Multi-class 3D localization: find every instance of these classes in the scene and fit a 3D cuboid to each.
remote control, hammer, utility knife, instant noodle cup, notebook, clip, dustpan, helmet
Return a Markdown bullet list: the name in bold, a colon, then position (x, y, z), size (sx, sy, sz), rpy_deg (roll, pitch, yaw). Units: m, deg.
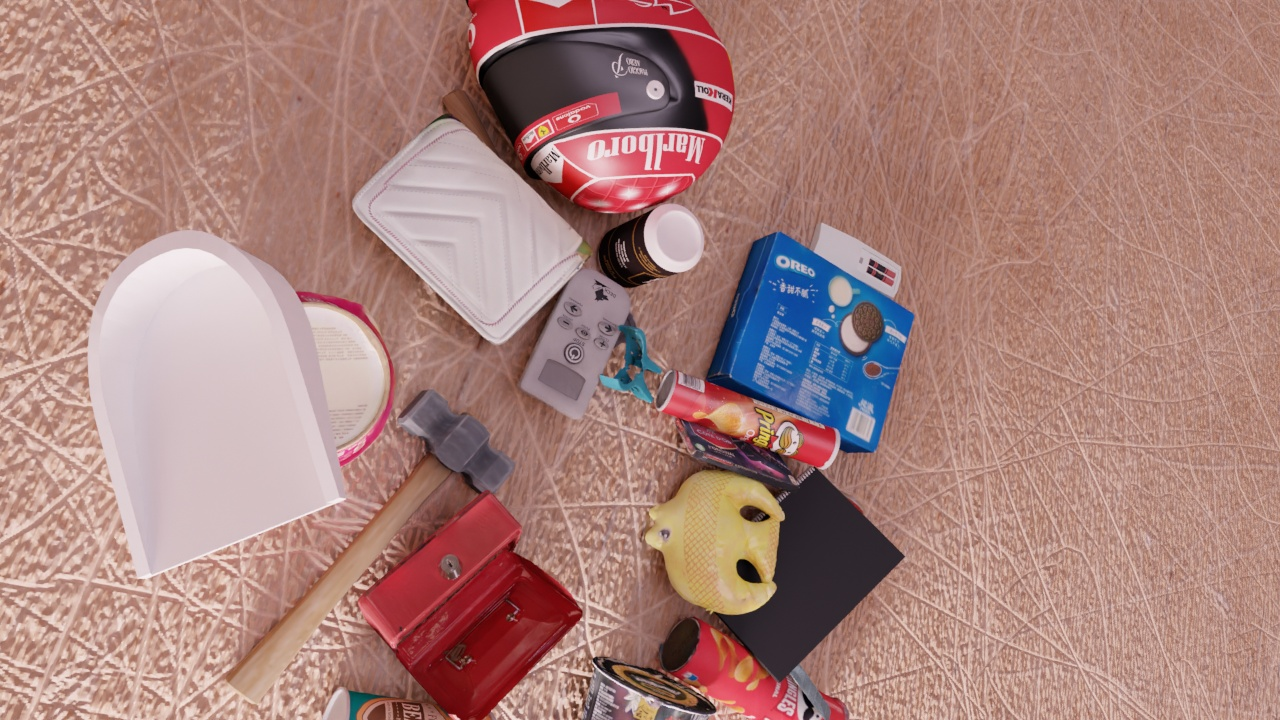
- **remote control**: position (-0.064, -0.021, 0.945), size (0.074, 0.019, 0.150), rpy_deg (30, 71, -19)
- **hammer**: position (-0.262, 0.179, 0.872), size (0.117, 0.051, 0.322), rpy_deg (45, 70, -16)
- **hammer**: position (-0.118, -0.137, 0.977), size (0.097, 0.052, 0.328), rpy_deg (-34, 98, -26)
- **remote control**: position (0.285, -0.127, 1.196), size (0.143, 0.024, 0.049), rpy_deg (25, 75, -24)
- **utility knife**: position (0.146, 0.314, 1.047), size (0.031, 0.015, 0.225), rpy_deg (-28, 73, -35)
- **instant noodle cup**: position (-0.006, 0.385, 0.947), size (0.137, 0.137, 0.112), rpy_deg (25, 82, -24)
- **notebook**: position (0.178, 0.239, 1.051), size (0.206, 0.016, 0.149), rpy_deg (-39, 73, -17)
- **clip**: position (-0.003, -0.010, 0.986), size (0.130, 0.031, 0.121), rpy_deg (-8, 108, -67)
- **dustpan**: position (-0.361, 0.021, 0.749), size (0.192, 0.053, 0.257), rpy_deg (-22, 70, 11)
- **instant noodle cup**: position (-0.306, 0.019, 0.842), size (0.178, 0.078, 0.178), rpy_deg (3, 84, -27)
- **helmet**: position (-0.033, -0.266, 0.944), size (0.270, 0.198, 0.224), rpy_deg (-7, 84, -24)

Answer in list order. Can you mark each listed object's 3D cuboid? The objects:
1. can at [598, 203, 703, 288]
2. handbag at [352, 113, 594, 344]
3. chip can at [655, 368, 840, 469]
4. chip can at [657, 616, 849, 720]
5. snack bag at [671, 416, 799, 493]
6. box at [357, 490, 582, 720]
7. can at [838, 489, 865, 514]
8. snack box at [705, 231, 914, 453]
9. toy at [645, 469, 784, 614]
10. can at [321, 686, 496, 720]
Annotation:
- **can**: position (0.009, -0.121, 0.991), size (0.071, 0.129, 0.072), rpy_deg (3, 84, -28)
- **handbag**: position (-0.162, -0.126, 0.899), size (0.198, 0.096, 0.142), rpy_deg (45, 83, -3)
- **chip can**: position (0.124, 0.068, 1.059), size (0.214, 0.052, 0.051), rpy_deg (20, 76, -14)
- **chip can**: position (0.131, 0.371, 1.045), size (0.233, 0.073, 0.073), rpy_deg (35, 70, -20)
- **snack bag**: position (0.111, 0.110, 1.062), size (0.155, 0.074, 0.018), rpy_deg (21, 112, -25)
- **box**: position (-0.175, 0.215, 0.861), size (0.157, 0.147, 0.156), rpy_deg (-43, 123, -24)
- **can**: position (0.206, 0.237, 1.099), size (0.067, 0.067, 0.169), rpy_deg (42, 69, -18)
- **snack box**: position (0.215, -0.018, 1.132), size (0.238, 0.056, 0.195), rpy_deg (27, 74, -22)
- **toy**: position (0.083, 0.199, 1.025), size (0.155, 0.065, 0.170), rpy_deg (13, 60, -2)
- **can**: position (-0.217, 0.364, 0.846), size (0.144, 0.099, 0.099), rpy_deg (20, 77, -25)
